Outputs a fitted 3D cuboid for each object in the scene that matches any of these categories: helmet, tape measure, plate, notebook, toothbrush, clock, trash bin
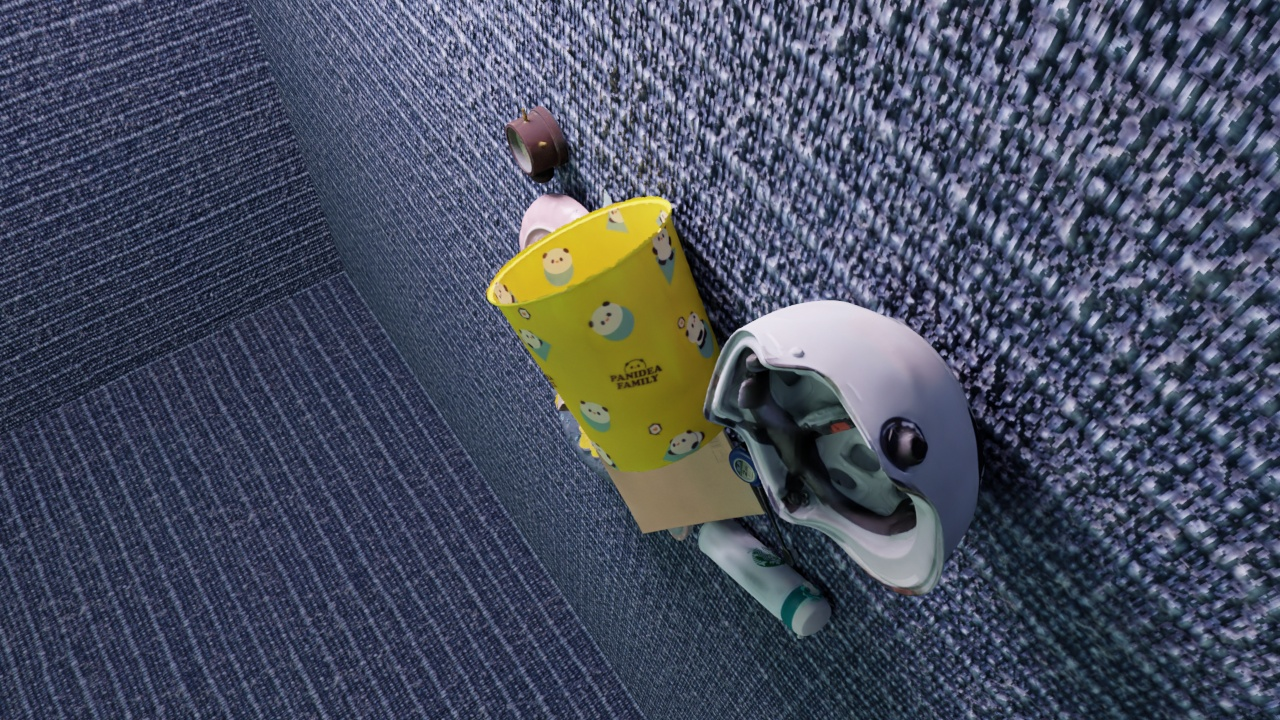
[{"bbox_3d":[0.189,0.054,0.777,0.258,0.145,0.229,47,160,10],"label":"helmet"},{"bbox_3d":[0.139,0.130,1.168,0.054,0.025,0.058,34,142,33],"label":"tape measure"},{"bbox_3d":[-0.111,-0.133,1.269,0.192,0.038,0.193,29,133,37],"label":"plate"},{"bbox_3d":[0.053,0.164,1.266,0.212,0.012,0.149,-17,109,35],"label":"notebook"},{"bbox_3d":[0.167,0.188,1.206,0.016,0.018,0.181,-15,103,55],"label":"toothbrush"},{"bbox_3d":[-0.140,-0.284,1.223,0.082,0.055,0.122,57,162,7],"label":"clock"},{"bbox_3d":[-0.018,-0.025,1.073,0.230,0.229,0.255,22,143,60],"label":"trash bin"}]

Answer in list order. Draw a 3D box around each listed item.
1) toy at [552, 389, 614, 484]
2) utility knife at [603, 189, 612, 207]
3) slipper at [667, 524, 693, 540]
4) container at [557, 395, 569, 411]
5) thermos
[{"bbox_3d":[-0.070,0.141,1.598,0.356,0.091,0.138,49,170,33],"label":"toy"},{"bbox_3d":[-0.043,-0.151,1.231,0.034,0.018,0.203,49,156,29],"label":"utility knife"},{"bbox_3d":[0.001,0.141,1.354,0.274,0.054,0.114,67,156,3],"label":"slipper"},{"bbox_3d":[-0.072,0.011,1.296,0.090,0.090,0.111,132,135,-76],"label":"container"},{"bbox_3d":[0.171,0.294,1.271,0.224,0.073,0.073,35,148,49],"label":"thermos"}]
